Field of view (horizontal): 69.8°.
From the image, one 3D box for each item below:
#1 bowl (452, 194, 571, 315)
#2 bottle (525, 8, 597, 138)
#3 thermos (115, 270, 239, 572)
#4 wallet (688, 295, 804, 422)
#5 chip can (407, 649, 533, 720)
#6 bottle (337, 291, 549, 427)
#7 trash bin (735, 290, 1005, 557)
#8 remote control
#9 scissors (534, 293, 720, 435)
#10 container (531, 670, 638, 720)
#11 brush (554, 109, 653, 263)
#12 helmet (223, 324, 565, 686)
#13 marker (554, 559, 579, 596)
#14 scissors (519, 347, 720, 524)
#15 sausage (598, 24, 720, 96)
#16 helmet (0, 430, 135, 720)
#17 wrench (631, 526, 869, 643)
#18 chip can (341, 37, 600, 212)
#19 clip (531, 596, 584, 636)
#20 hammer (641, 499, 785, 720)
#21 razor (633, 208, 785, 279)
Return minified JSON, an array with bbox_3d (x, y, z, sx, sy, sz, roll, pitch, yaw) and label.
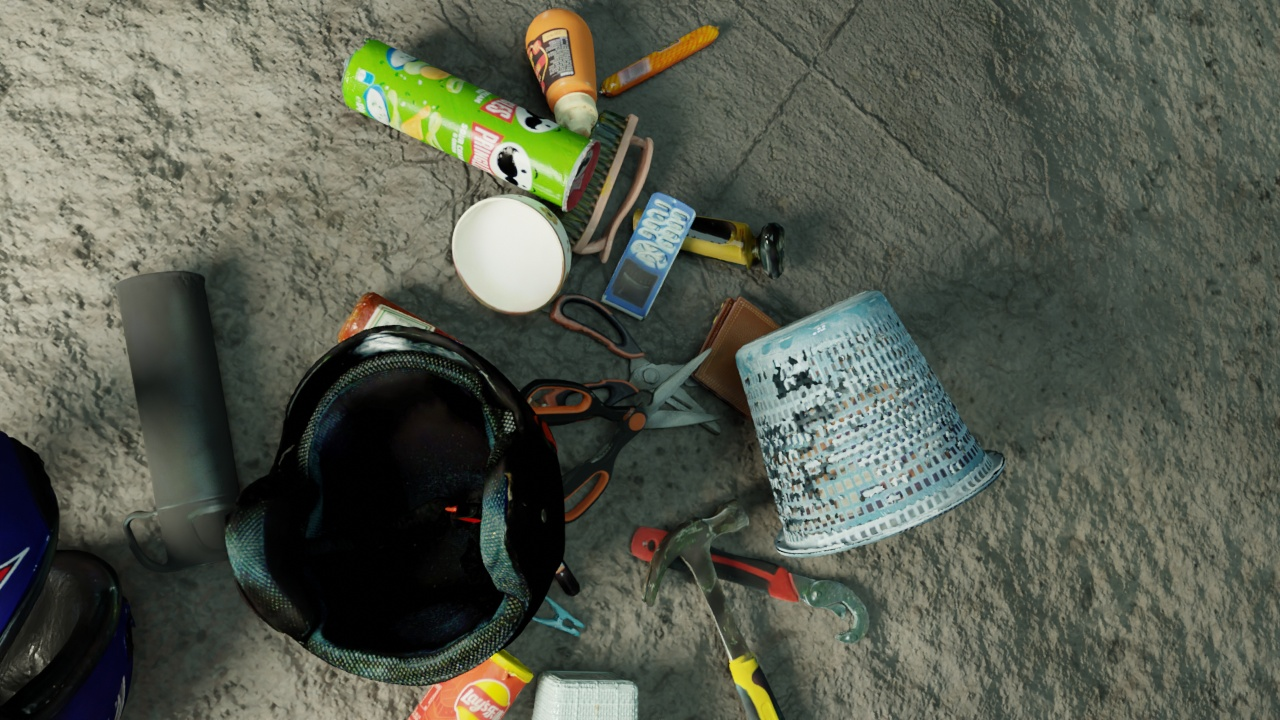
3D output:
[{"bbox_3d":[-0.115,-0.106,0.870,0.113,0.114,0.062,46,28,-6],"label":"bowl"},{"bbox_3d":[-0.071,-0.274,0.895,0.066,0.067,0.149,-3,61,-18],"label":"bottle"},{"bbox_3d":[-0.392,0.052,0.764,0.089,0.069,0.242,-9,84,-24],"label":"thermos"},{"bbox_3d":[0.116,0.008,0.946,0.124,0.032,0.101,36,74,-20],"label":"wallet"},{"bbox_3d":[-0.183,0.341,0.786,0.073,0.073,0.216,39,73,-9],"label":"chip can"},{"bbox_3d":[-0.174,0.010,0.846,0.206,0.060,0.059,31,74,-13],"label":"bottle"},{"bbox_3d":[0.195,0.048,0.866,0.226,0.227,0.195,-23,89,-19],"label":"trash bin"},{"bbox_3d":[0.008,-0.103,0.913,0.049,0.024,0.125,26,100,-4],"label":"remote control"},{"bbox_3d":[-0.012,0.011,0.920,0.226,0.015,0.189,-21,88,-20],"label":"scissors"},{"bbox_3d":[-0.051,0.340,0.821,0.090,0.090,0.111,8,77,-17],"label":"container"},{"bbox_3d":[-0.037,-0.172,0.914,0.073,0.063,0.145,23,76,-21],"label":"brush"},{"bbox_3d":[-0.176,0.116,0.742,0.233,0.230,0.274,-9,79,6],"label":"helmet"},{"bbox_3d":[-0.094,0.171,0.871,0.018,0.015,0.124,-33,95,-17],"label":"marker"},{"bbox_3d":[-0.027,0.066,0.871,0.220,0.022,0.229,22,100,-35],"label":"scissors"},{"bbox_3d":[0.022,-0.320,0.975,0.165,0.021,0.021,-34,93,-19],"label":"sausage"},{"bbox_3d":[-0.477,0.213,0.622,0.315,0.247,0.240,-51,138,-12],"label":"helmet"},{"bbox_3d":[0.116,0.222,0.928,0.273,0.016,0.056,23,75,-14],"label":"wrench"},{"bbox_3d":[-0.157,-0.218,0.848,0.236,0.072,0.072,26,74,4],"label":"chip can"},{"bbox_3d":[-0.079,0.243,0.865,0.055,0.013,0.038,33,74,-9],"label":"clip"},{"bbox_3d":[0.102,0.307,0.892,0.126,0.032,0.323,-24,94,-16],"label":"hammer"},{"bbox_3d":[0.073,-0.128,0.944,0.167,0.068,0.062,10,70,-9],"label":"razor"}]
